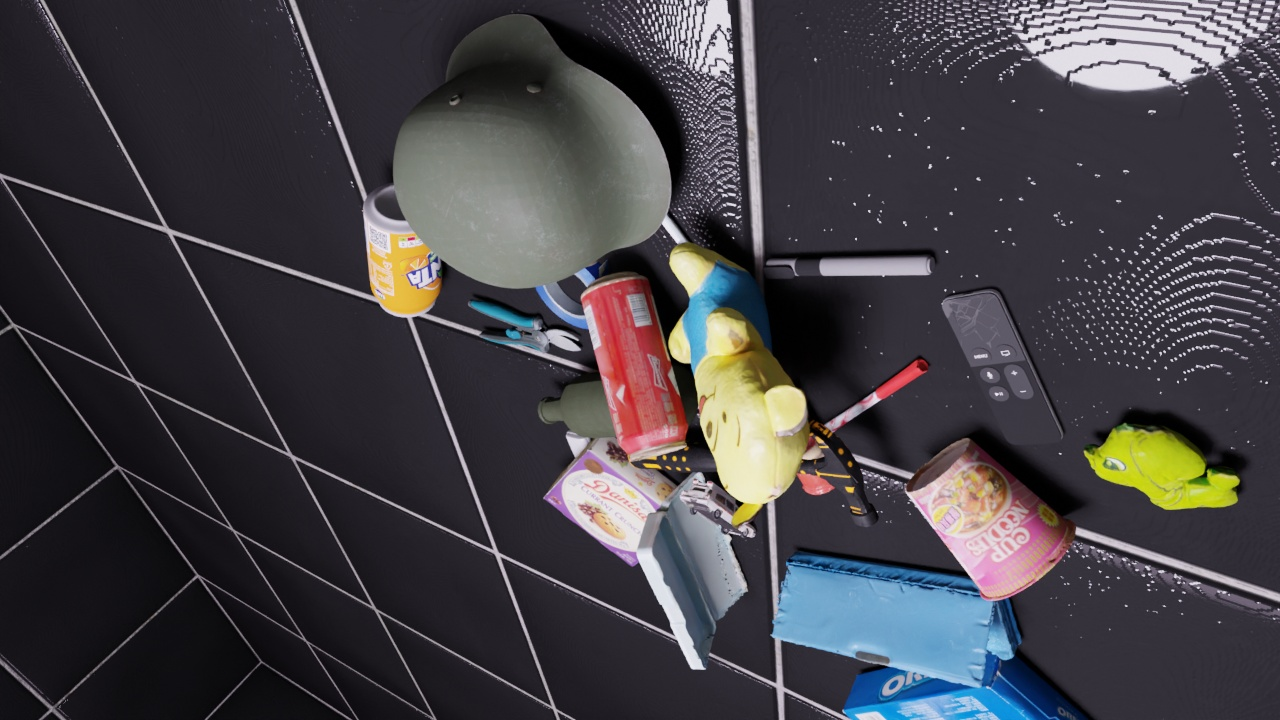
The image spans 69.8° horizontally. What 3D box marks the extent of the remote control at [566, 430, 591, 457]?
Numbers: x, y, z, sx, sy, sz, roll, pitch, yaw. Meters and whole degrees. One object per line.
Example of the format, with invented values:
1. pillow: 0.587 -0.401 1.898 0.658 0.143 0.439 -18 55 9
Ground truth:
1. remote control: -0.060 0.140 1.144 0.033 0.012 0.131 9 133 35

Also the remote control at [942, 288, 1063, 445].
1. remote control: 0.282 0.008 0.712 0.045 0.008 0.147 -10 121 46

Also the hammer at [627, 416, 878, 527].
1. hammer: 0.088 0.097 0.908 0.321 0.036 0.123 -2 125 54

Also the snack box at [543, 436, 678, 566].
1. snack box: -0.026 0.168 1.104 0.143 0.040 0.148 38 139 -2

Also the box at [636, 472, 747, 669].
1. box: 0.059 0.238 1.035 0.049 0.136 0.197 4 130 36

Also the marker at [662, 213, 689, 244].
1. marker: 0.011 -0.139 0.801 0.152 0.011 0.011 51 142 -14

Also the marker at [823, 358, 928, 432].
1. marker: 0.202 0.035 0.807 0.013 0.012 0.143 41 143 -1

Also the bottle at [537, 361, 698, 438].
1. bottle: -0.034 0.046 0.977 0.207 0.071 0.071 -9 121 46

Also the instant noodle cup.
1. instant noodle cup: 0.286 0.127 0.768 0.108 0.097 0.098 47 144 3

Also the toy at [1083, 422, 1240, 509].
1. toy: 0.384 0.081 0.676 0.094 0.036 0.093 -12 126 46

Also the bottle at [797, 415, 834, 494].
1. bottle: 0.151 0.075 0.868 0.044 0.044 0.109 -11 119 47

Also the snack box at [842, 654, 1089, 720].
1. snack box: 0.369 0.408 0.998 0.195 0.056 0.240 41 143 -4

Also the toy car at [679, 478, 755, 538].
1. toy car: 0.089 0.163 1.009 0.039 0.039 0.113 5 157 38

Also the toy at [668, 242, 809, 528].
1. toy: 0.084 0.017 0.768 0.149 0.084 0.213 88 166 -55

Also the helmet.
1. helmet: -0.109 -0.150 0.774 0.268 0.153 0.227 10 134 34

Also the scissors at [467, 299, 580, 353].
1. scissors: -0.135 -0.034 1.030 0.128 0.019 0.154 45 142 -8

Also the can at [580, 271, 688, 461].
1. can: -0.005 0.005 0.853 0.067 0.067 0.170 -28 74 51

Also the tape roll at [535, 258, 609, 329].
1. tape roll: -0.068 -0.074 0.929 0.093 0.016 0.091 19 138 26

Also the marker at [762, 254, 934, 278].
1. marker: 0.162 -0.075 0.727 0.141 0.016 0.016 4 130 39

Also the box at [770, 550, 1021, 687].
1. box: 0.248 0.269 0.930 0.232 0.101 0.094 1 127 41

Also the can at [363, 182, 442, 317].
1. can: -0.256 -0.119 0.998 0.079 0.078 0.143 31 142 13
